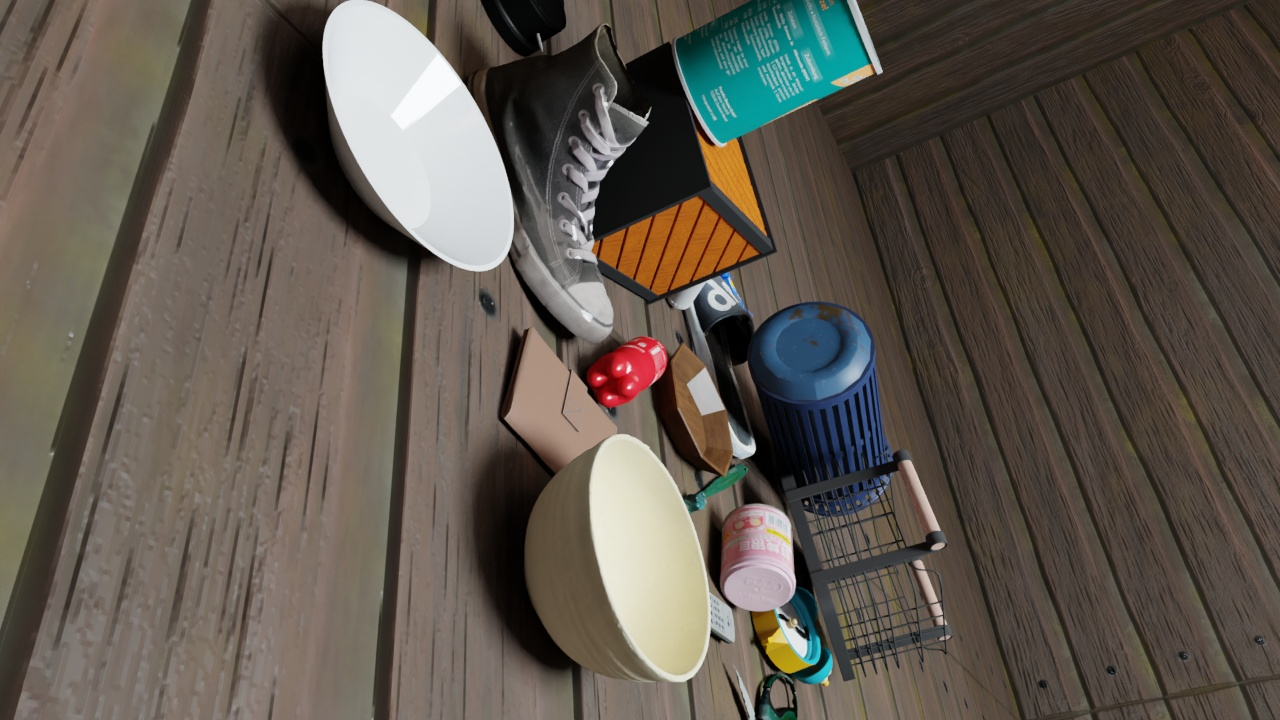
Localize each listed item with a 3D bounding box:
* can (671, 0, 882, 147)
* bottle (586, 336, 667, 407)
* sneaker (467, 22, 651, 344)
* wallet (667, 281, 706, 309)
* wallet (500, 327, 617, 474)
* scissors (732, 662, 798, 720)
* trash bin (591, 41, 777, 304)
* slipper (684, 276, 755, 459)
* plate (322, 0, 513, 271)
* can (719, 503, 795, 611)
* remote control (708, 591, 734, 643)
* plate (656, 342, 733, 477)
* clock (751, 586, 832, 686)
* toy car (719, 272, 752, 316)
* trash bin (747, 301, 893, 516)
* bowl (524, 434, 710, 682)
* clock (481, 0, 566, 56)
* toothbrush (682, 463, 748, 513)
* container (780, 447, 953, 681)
[{"bbox_3d":[0.113,-0.253,0.760,0.099,0.144,0.099,50,28,-40],"label":"can"},{"bbox_3d":[-0.005,0.004,0.772,0.042,0.042,0.141,67,21,-4],"label":"bottle"},{"bbox_3d":[-0.042,-0.134,0.707,0.095,0.120,0.234,6,67,-66],"label":"sneaker"},{"bbox_3d":[0.059,-0.134,0.966,0.037,0.116,0.118,11,50,-20],"label":"wallet"},{"bbox_3d":[-0.055,0.045,0.652,0.121,0.013,0.087,53,31,-36],"label":"wallet"},{"bbox_3d":[0.120,0.355,0.788,0.201,0.015,0.205,21,53,-64],"label":"scissors"},{"bbox_3d":[0.016,-0.160,0.839,0.171,0.140,0.139,24,49,-61],"label":"trash bin"},{"bbox_3d":[0.098,-0.021,1.023,0.111,0.063,0.263,38,39,-53],"label":"slipper"},{"bbox_3d":[-0.144,-0.130,0.565,0.174,0.036,0.173,50,28,-40],"label":"plate"},{"bbox_3d":[0.107,0.181,0.843,0.067,0.067,0.076,57,24,-28],"label":"can"},{"bbox_3d":[0.043,0.196,0.747,0.136,0.013,0.033,47,30,-44],"label":"remote control"},{"bbox_3d":[0.050,0.051,0.885,0.131,0.025,0.131,50,28,-40],"label":"plate"},{"bbox_3d":[0.150,0.264,0.903,0.129,0.044,0.099,36,33,-41],"label":"clock"},{"bbox_3d":[0.113,-0.086,1.150,0.092,0.033,0.061,64,28,-12],"label":"toy car"},{"bbox_3d":[0.200,0.054,1.009,0.250,0.139,0.139,65,16,-51],"label":"trash bin"},{"bbox_3d":[-0.022,0.128,0.566,0.151,0.075,0.150,49,29,-41],"label":"bowl"},{"bbox_3d":[-0.107,-0.338,0.844,0.091,0.043,0.120,52,27,-38],"label":"clock"},{"bbox_3d":[0.078,0.122,0.897,0.189,0.017,0.016,-10,79,-69],"label":"toothbrush"},{"bbox_3d":[0.246,0.218,0.977,0.241,0.130,0.162,65,10,-48],"label":"container"}]
